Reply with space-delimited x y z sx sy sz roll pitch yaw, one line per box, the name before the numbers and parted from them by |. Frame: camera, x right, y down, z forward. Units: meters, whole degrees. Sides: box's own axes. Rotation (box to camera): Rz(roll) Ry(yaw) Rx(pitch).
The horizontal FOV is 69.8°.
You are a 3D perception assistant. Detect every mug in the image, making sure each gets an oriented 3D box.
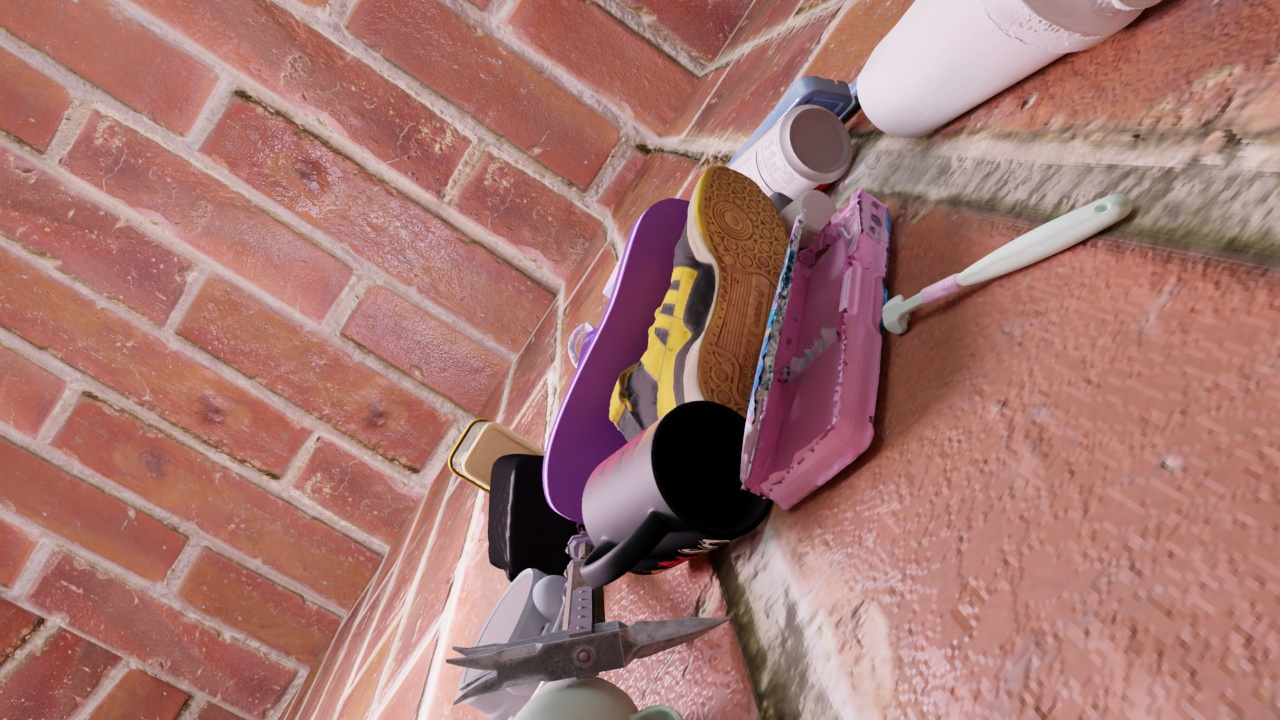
mug | 0.010 0.090 0.549 0.117 0.082 0.098 -43 0 -36
mug | -0.025 0.206 0.449 0.111 0.084 0.103 -23 10 19

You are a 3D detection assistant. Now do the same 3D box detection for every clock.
clock | -0.096 0.230 0.751 0.160 0.045 0.122 -43 18 56

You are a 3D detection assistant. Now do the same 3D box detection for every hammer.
hammer | -0.033 0.154 0.626 0.317 0.147 0.028 169 92 -87

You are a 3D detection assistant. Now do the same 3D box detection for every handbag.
handbag | -0.090 0.156 0.891 0.154 0.114 0.125 167 112 -70

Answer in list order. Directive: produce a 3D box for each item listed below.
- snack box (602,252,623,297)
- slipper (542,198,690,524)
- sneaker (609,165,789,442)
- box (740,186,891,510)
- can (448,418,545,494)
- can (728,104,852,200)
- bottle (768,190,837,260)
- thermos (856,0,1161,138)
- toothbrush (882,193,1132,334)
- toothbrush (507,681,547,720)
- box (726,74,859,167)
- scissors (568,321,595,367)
snack box | 0.029 -0.097 0.987 0.095 0.093 0.079 -46 15 46
slipper | -0.004 0.004 0.749 0.084 0.107 0.266 163 125 -73
sneaker | 0.044 -0.026 0.676 0.122 0.086 0.238 -44 31 47
box | 0.096 -0.024 0.552 0.085 0.071 0.229 -48 15 42
can | -0.140 0.123 1.021 0.072 0.130 0.101 -60 14 -12
can | 0.128 -0.171 0.825 0.070 0.070 0.132 -61 12 -19
bottle | 0.103 -0.091 0.770 0.083 0.046 0.174 -62 12 -24
thermos | 0.202 -0.202 0.536 0.099 0.099 0.221 -59 7 -10
toothbrush | 0.168 -0.044 0.442 0.155 0.015 0.022 146 124 -62
toothbrush | -0.098 0.286 0.649 0.027 0.027 0.222 18 72 44
box | 0.149 -0.213 0.919 0.124 0.043 0.210 -26 -10 -36
scissors | -0.010 0.006 0.868 0.170 0.013 0.177 -46 50 -4
